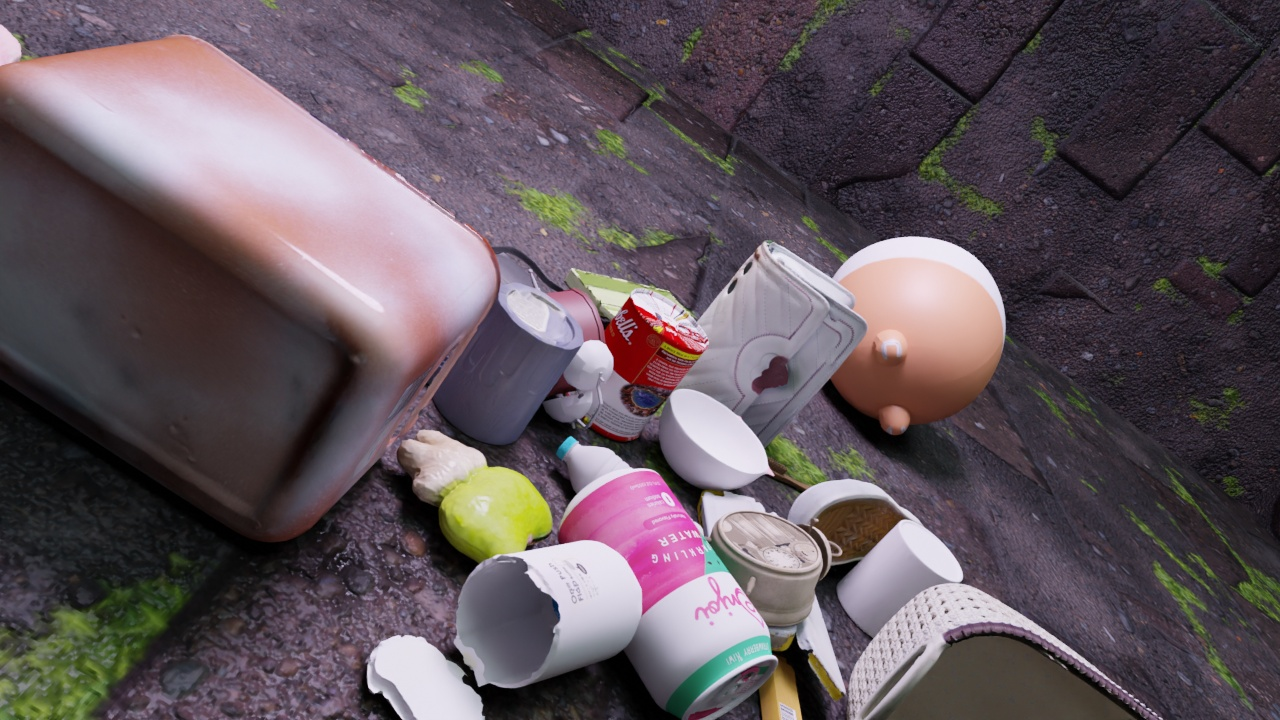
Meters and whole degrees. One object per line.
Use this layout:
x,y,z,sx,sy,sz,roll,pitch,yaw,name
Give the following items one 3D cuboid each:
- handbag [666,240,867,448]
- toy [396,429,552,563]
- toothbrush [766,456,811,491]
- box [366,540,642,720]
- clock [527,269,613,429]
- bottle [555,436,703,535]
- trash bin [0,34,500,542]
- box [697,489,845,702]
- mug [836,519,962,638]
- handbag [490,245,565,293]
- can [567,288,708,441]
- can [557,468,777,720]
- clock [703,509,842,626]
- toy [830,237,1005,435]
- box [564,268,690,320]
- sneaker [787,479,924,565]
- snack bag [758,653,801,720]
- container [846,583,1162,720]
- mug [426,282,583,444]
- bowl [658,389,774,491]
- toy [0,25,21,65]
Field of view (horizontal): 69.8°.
0.126,-0.013,0.973,0.142,0.199,0.096,30,26,-14,handbag
-0.117,0.091,0.626,0.118,0.043,0.092,38,25,9,toy
0.198,0.147,1.006,0.166,0.016,0.016,30,23,-19,toothbrush
-0.070,0.156,0.530,0.084,0.095,0.165,52,18,24,box
-0.068,-0.006,0.800,0.048,0.096,0.137,-10,60,-33,clock
-0.011,0.112,0.736,0.136,0.044,0.044,40,23,6,bottle
-0.242,-0.043,0.525,0.259,0.182,0.157,36,25,-5,trash bin
0.107,0.182,0.761,0.128,0.045,0.209,35,15,-12,box
0.255,0.211,0.870,0.110,0.091,0.073,16,31,-40,mug
-0.126,-0.061,0.888,0.128,0.054,0.079,42,29,3,handbag
-0.005,0.005,0.852,0.086,0.117,0.086,31,24,-15,can
0.015,0.157,0.629,0.088,0.088,0.166,8,36,-49,can
0.106,0.149,0.700,0.140,0.055,0.093,-2,26,-39,clock
0.375,-0.034,1.305,0.266,0.263,0.279,2,35,23,toy
0.012,-0.053,1.097,0.187,0.030,0.138,7,32,-51,box
0.206,0.152,0.911,0.235,0.087,0.079,25,13,-49,sneaker
0.101,0.250,0.664,0.026,0.020,0.099,31,23,-14,snack bag
0.266,0.278,0.659,0.251,0.185,0.143,36,14,-2,container
-0.122,-0.009,0.728,0.124,0.104,0.083,35,24,-6,mug
0.061,0.085,0.882,0.114,0.051,0.114,31,24,-15,bowl
-0.492,-0.212,0.653,0.105,0.053,0.108,55,26,12,toy
